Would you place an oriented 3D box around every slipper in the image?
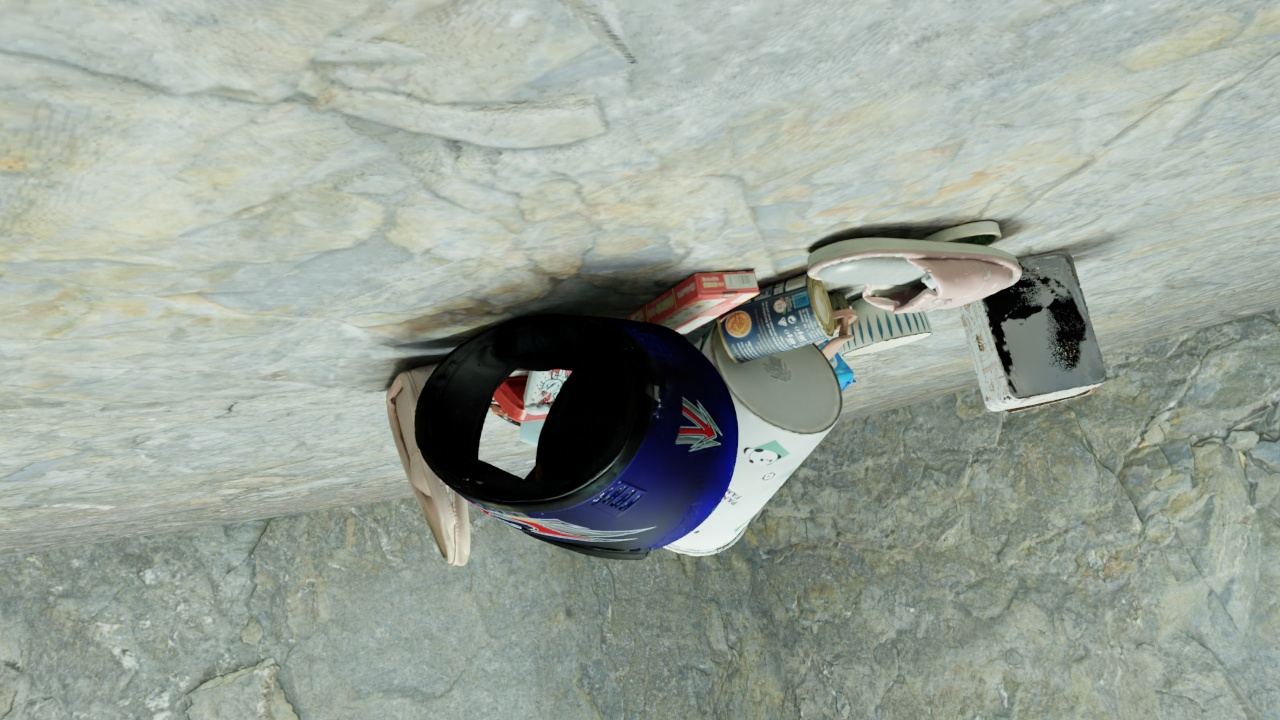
[{"bbox_3d":[0.286,-0.081,0.936,0.273,0.054,0.114,3,167,-33],"label":"slipper"}]

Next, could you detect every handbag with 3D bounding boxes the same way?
[{"bbox_3d":[-0.238,0.128,1.092,0.093,0.234,0.194,-6,169,-21],"label":"handbag"}]

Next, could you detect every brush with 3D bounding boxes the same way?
[{"bbox_3d":[0.226,-0.036,1.158,0.063,0.073,0.146,-7,168,-18],"label":"brush"}]

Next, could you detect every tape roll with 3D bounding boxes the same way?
[{"bbox_3d":[0.326,-0.122,0.948,0.086,0.014,0.086,-11,170,-2],"label":"tape roll"}]

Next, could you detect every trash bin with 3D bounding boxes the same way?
[{"bbox_3d":[0.105,0.085,1.148,0.229,0.229,0.253,-4,146,-36],"label":"trash bin"}]

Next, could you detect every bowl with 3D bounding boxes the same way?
[{"bbox_3d":[0.309,-0.050,1.179,0.116,0.066,0.116,-12,172,-2],"label":"bowl"}]

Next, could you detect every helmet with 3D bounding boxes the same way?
[{"bbox_3d":[-0.049,0.081,0.968,0.316,0.247,0.240,0,160,32],"label":"helmet"}]

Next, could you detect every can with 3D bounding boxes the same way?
[{"bbox_3d":[0.150,-0.046,1.004,0.111,0.075,0.075,-17,169,26],"label":"can"}]

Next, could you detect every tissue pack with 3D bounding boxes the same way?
[{"bbox_3d":[0.242,0.008,1.363,0.156,0.095,0.052,-6,139,-32],"label":"tissue pack"}]

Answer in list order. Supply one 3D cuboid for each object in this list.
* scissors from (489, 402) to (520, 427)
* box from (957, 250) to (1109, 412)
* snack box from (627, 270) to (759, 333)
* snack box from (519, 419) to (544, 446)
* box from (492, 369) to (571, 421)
[{"bbox_3d":[-0.144,0.102,1.390,0.226,0.015,0.189,18,160,18],"label":"scissors"},{"bbox_3d":[0.492,-0.029,1.194,0.154,0.182,0.185,-10,167,-5],"label":"box"},{"bbox_3d":[0.053,-0.058,0.973,0.075,0.025,0.153,-5,168,-29],"label":"snack box"},{"bbox_3d":[-0.087,0.084,1.288,0.074,0.052,0.174,15,-165,30],"label":"snack box"},{"bbox_3d":[-0.087,0.021,1.201,0.201,0.095,0.102,-1,125,-49],"label":"box"}]
